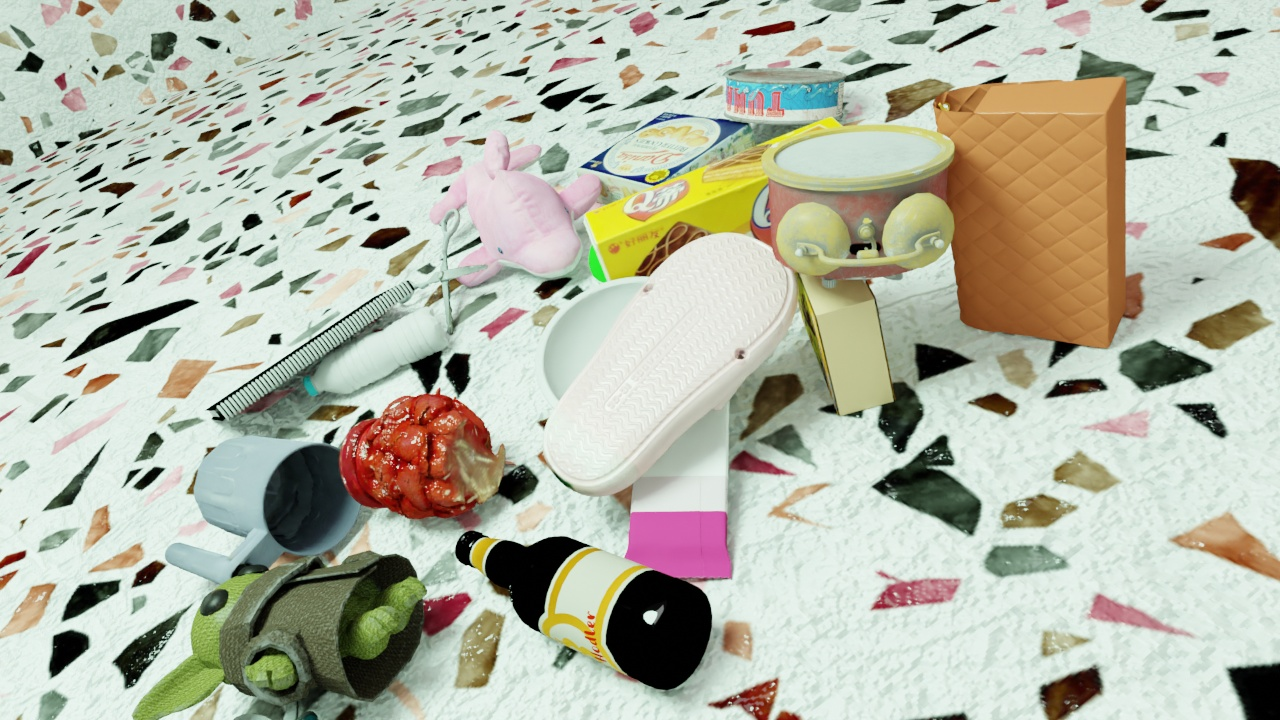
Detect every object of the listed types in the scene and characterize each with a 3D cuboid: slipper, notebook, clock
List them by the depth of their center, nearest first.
[{"bbox_3d":[0.138,-0.088,0.581,0.117,0.081,0.158,-4,29,8],"label":"clock"},{"bbox_3d":[0.024,0.003,0.624,0.107,0.056,0.221,34,75,31],"label":"slipper"},{"bbox_3d":[-0.324,-0.009,0.892,0.206,0.016,0.149,-40,16,-24],"label":"notebook"}]

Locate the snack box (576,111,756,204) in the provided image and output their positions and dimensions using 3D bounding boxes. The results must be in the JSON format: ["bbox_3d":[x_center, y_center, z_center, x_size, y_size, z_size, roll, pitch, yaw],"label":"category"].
[{"bbox_3d":[0.029,-0.218,1.011,0.144,0.043,0.144,-38,38,-24],"label":"snack box"}]

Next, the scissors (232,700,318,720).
[{"bbox_3d":[-0.191,0.239,0.531,0.124,0.019,0.154,-18,36,4],"label":"scissors"}]

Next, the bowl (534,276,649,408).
[{"bbox_3d":[-0.004,0.004,0.712,0.149,0.043,0.149,-5,53,6],"label":"bowl"}]

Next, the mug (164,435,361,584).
[{"bbox_3d":[-0.289,0.114,0.693,0.104,0.084,0.123,3,44,38],"label":"mug"}]

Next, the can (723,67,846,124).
[{"bbox_3d":[0.156,-0.289,0.998,0.130,0.044,0.129,-1,23,0],"label":"can"}]

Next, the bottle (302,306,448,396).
[{"bbox_3d":[-0.252,-0.004,0.869,0.136,0.044,0.044,-26,35,-6],"label":"bottle"}]

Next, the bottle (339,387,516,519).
[{"bbox_3d":[-0.156,0.069,0.687,0.111,0.099,0.098,-11,35,33],"label":"bottle"}]

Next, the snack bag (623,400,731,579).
[{"bbox_3d":[0.028,0.058,0.625,0.070,0.016,0.196,-2,51,8],"label":"snack bag"}]

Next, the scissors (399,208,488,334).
[{"bbox_3d":[-0.212,-0.087,0.946,0.175,0.014,0.141,-11,68,40],"label":"scissors"}]

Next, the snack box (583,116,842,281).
[{"bbox_3d":[0.078,-0.110,0.777,0.230,0.110,0.061,-21,35,0],"label":"snack box"}]

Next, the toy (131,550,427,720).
[{"bbox_3d":[-0.210,0.165,0.578,0.153,0.078,0.179,-7,14,18],"label":"toy"}]

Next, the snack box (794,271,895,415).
[{"bbox_3d":[0.141,-0.036,0.664,0.040,0.088,0.125,-16,35,7],"label":"snack box"}]

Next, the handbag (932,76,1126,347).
[{"bbox_3d":[0.260,-0.099,0.611,0.109,0.172,0.060,10,45,37],"label":"handbag"}]

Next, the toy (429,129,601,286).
[{"bbox_3d":[-0.139,-0.174,0.960,0.186,0.128,0.265,-35,38,-9],"label":"toy"}]

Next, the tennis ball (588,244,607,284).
[{"bbox_3d":[-0.015,-0.093,0.844,0.065,0.065,0.065,-14,35,10],"label":"tennis ball"}]

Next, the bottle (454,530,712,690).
[{"bbox_3d":[-0.046,0.138,0.554,0.182,0.059,0.059,11,46,38],"label":"bottle"}]
